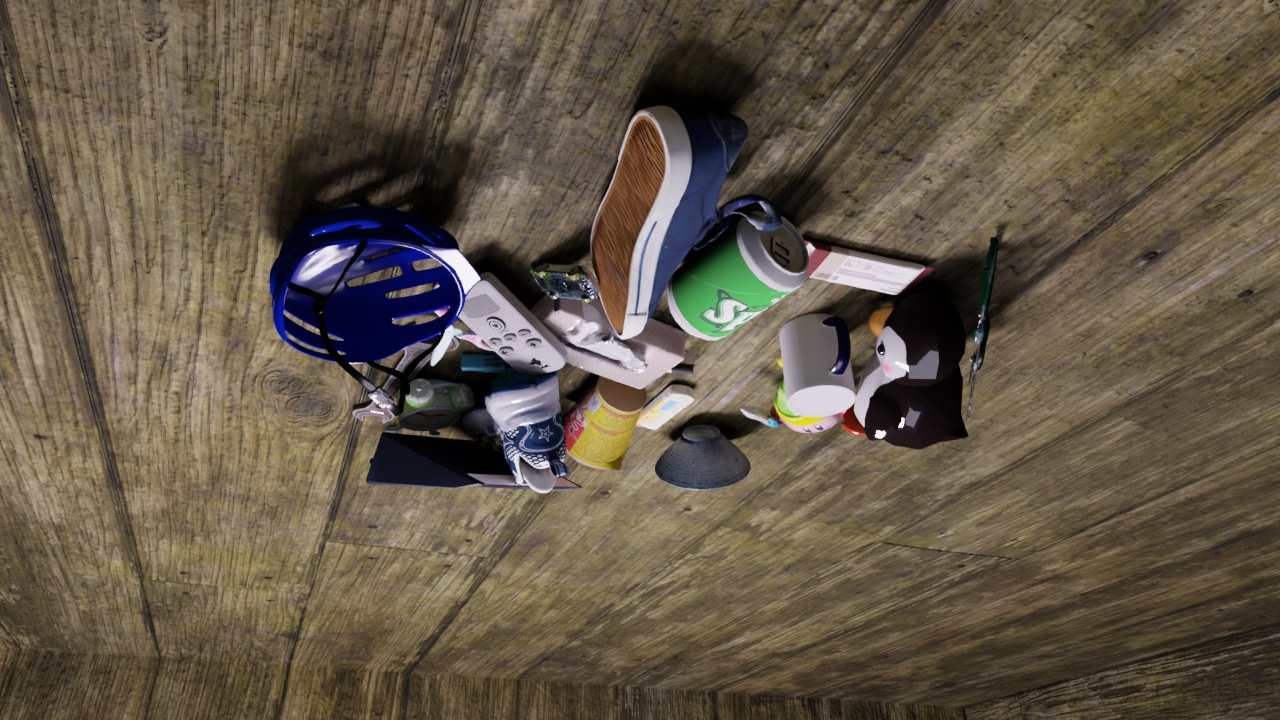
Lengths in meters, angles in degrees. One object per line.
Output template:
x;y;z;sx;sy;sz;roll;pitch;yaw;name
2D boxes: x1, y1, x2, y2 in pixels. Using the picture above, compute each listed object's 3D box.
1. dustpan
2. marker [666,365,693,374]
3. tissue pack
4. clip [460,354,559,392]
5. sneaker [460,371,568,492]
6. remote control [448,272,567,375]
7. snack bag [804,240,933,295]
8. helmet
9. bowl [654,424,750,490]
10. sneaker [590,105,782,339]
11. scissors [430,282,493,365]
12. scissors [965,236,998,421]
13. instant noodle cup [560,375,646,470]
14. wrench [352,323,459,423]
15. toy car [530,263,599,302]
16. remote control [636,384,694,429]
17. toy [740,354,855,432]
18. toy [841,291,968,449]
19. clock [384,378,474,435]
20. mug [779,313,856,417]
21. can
-0.258;0.153;1.242;0.273;0.080;0.236;22;-178;29;dustpan
-0.007;0.007;1.160;0.152;0.011;0.011;5;149;-11;marker
-0.041;-0.020;1.064;0.181;0.071;0.104;24;142;-30;tissue pack
-0.157;0.006;1.141;0.116;0.026;0.097;-11;151;17;clip
-0.148;0.107;1.155;0.103;0.132;0.270;-19;173;-23;sneaker
-0.146;-0.035;1.008;0.074;0.019;0.151;-14;135;34;remote control
0.232;-0.099;0.985;0.157;0.013;0.057;9;150;-16;snack bag
-0.266;-0.040;0.860;0.242;0.227;0.148;-15;137;20;helmet
0.087;0.127;1.302;0.137;0.137;0.057;-3;110;3;bowl
0.036;-0.123;0.875;0.127;0.120;0.295;-14;153;-24;sneaker
-0.203;-0.039;1.060;0.176;0.013;0.171;8;141;-25;scissors
0.379;-0.038;1.016;0.015;0.202;0.205;11;-166;21;scissors
-0.045;0.069;1.195;0.100;0.100;0.113;10;139;-18;instant noodle cup
-0.308;0.022;1.177;0.070;0.010;0.274;16;145;-27;wrench
-0.078;-0.085;0.965;0.090;0.027;0.039;10;142;44;toy car
0.031;0.065;1.254;0.038;0.018;0.126;14;148;-23;remote control
0.204;0.045;1.186;0.124;0.096;0.131;-12;167;29;toy
0.322;0.007;1.048;0.140;0.158;0.184;23;141;23;toy
-0.272;0.056;1.190;0.094;0.042;0.120;8;150;-40;clock
0.212;-0.002;1.067;0.078;0.096;0.112;7;149;-14;mug
0.097;-0.084;0.933;0.087;0.087;0.140;20;144;-31;can
